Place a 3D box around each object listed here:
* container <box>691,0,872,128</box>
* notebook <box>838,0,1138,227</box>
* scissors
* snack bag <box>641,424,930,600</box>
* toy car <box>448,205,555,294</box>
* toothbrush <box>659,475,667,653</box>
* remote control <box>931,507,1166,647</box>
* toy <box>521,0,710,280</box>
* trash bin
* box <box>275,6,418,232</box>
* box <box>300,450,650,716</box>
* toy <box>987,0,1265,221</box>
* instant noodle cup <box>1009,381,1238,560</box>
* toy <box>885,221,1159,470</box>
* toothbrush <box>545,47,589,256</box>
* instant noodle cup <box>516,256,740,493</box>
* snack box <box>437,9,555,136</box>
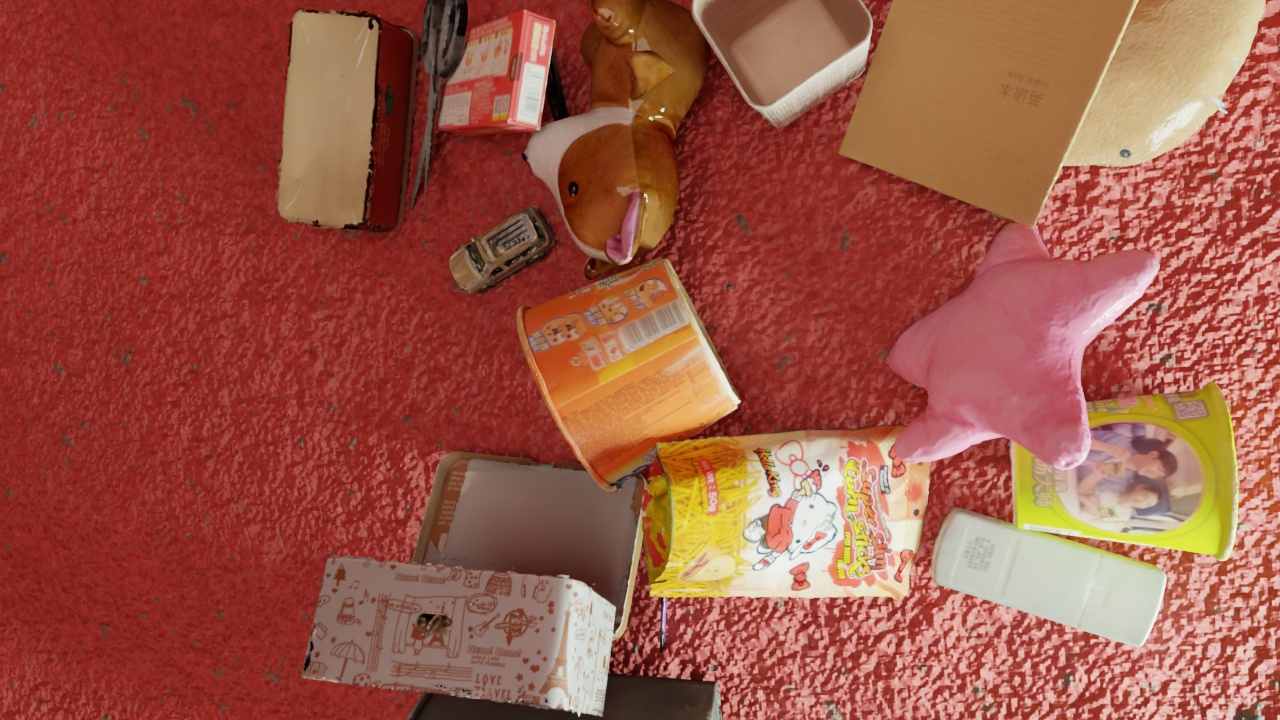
[{"bbox_3d":[0.100,-0.218,0.624,0.090,0.110,0.090,-33,86,14],"label":"container"},{"bbox_3d":[0.229,-0.212,0.592,0.149,0.012,0.212,31,117,31],"label":"notebook"},{"bbox_3d":[-0.163,-0.207,0.721,0.166,0.014,0.163,-39,54,51],"label":"scissors"},{"bbox_3d":[0.106,0.108,0.641,0.207,0.073,0.128,2,94,-16],"label":"snack bag"},{"bbox_3d":[-0.114,-0.087,0.730,0.090,0.035,0.042,-29,85,17],"label":"toy car"},{"bbox_3d":[0.024,0.139,0.722,0.017,0.014,0.189,3,95,2],"label":"toothbrush"},{"bbox_3d":[0.285,0.151,0.649,0.150,0.021,0.058,16,98,13],"label":"remote control"},{"bbox_3d":[-0.018,-0.159,0.651,0.130,0.140,0.199,3,91,-4],"label":"toy"},{"bbox_3d":[-0.048,0.332,0.667,0.220,0.198,0.199,-5,101,8],"label":"trash bin"},{"bbox_3d":[-0.239,-0.189,0.730,0.091,0.077,0.168,9,98,14],"label":"box"},{"bbox_3d":[-0.104,0.142,0.639,0.181,0.158,0.204,4,64,14],"label":"box"},{"bbox_3d":[0.306,-0.190,0.594,0.143,0.082,0.226,28,104,26],"label":"toy"},{"bbox_3d":[0.307,0.071,0.600,0.124,0.111,0.111,-1,94,22],"label":"instant noodle cup"},{"bbox_3d":[0.234,-0.014,0.603,0.074,0.179,0.194,38,68,-28],"label":"toy"},{"bbox_3d":[-0.058,-0.168,0.720,0.016,0.018,0.181,-14,89,18],"label":"toothbrush"},{"bbox_3d":[-0.004,0.004,0.656,0.111,0.151,0.151,-27,87,6],"label":"instant noodle cup"},{"bbox_3d":[-0.110,-0.206,0.674,0.153,0.025,0.075,20,102,58],"label":"snack box"}]
